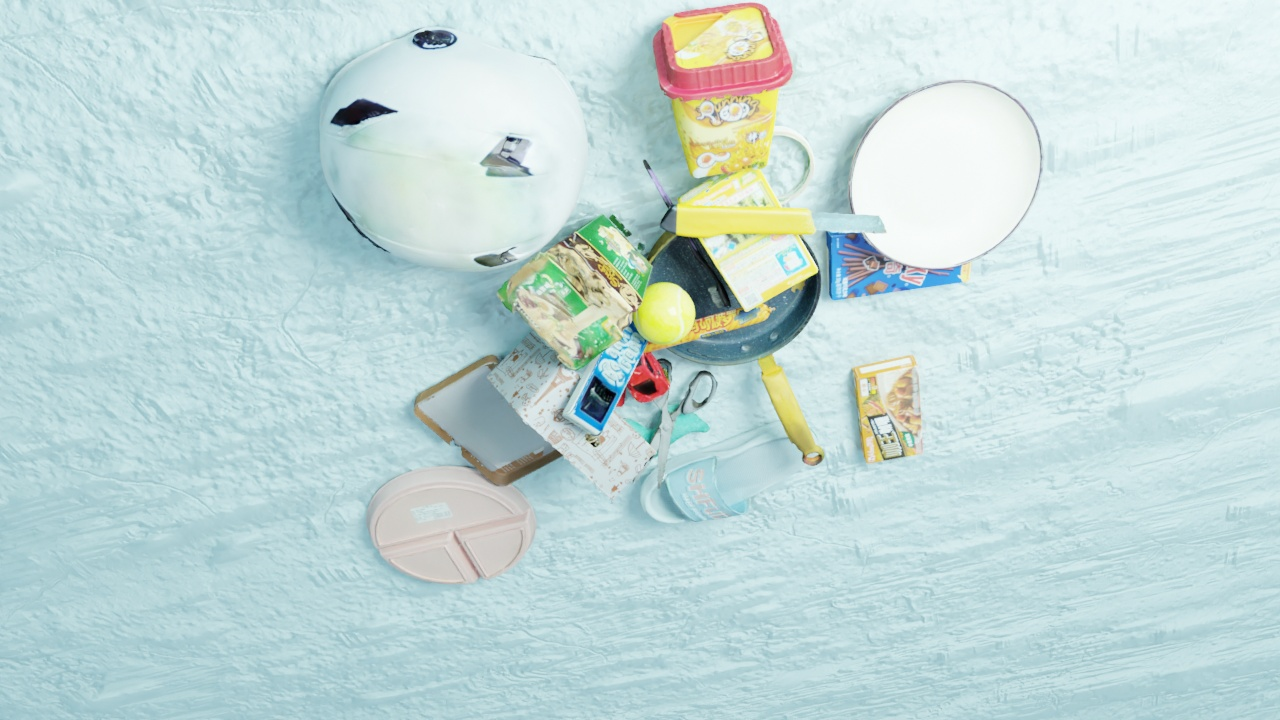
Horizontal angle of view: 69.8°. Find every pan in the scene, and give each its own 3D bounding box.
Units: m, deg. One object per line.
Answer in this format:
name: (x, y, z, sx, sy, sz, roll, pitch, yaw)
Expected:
pan: (0.134, -0.016, 1.043, 0.198, 0.078, 0.357, -23, 127, 14)

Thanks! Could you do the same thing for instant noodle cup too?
instant noodle cup: (0.075, -0.243, 0.843, 0.116, 0.115, 0.124, -8, 140, 2)

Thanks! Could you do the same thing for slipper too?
slipper: (0.118, 0.157, 1.184, 0.246, 0.074, 0.104, -26, 127, 14)

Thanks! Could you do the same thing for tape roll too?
tape roll: (0.135, -0.197, 0.938, 0.086, 0.013, 0.086, -2, 129, -2)

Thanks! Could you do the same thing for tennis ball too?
tennis ball: (0.024, -0.049, 0.959, 0.065, 0.065, 0.066, -2, 129, -3)

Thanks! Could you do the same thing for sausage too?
sausage: (0.065, -0.035, 0.991, 0.165, 0.021, 0.021, -15, 128, 17)

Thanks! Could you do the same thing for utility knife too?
utility knife: (0.130, -0.134, 0.895, 0.223, 0.015, 0.033, 2, 119, -1)

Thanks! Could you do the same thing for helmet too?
helmet: (-0.179, -0.173, 0.851, 0.258, 0.145, 0.230, 7, 128, -9)

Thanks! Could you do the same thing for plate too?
plate: (0.302, -0.187, 0.925, 0.192, 0.039, 0.193, 0, 116, -1)
plate: (-0.257, 0.232, 1.248, 0.229, 0.028, 0.230, -2, 129, -2)

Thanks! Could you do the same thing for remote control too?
remote control: (-0.036, 0.015, 0.969, 0.024, 0.124, 0.049, 9, 157, 50)

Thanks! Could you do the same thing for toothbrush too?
toothbrush: (0.046, -0.125, 0.938, 0.017, 0.014, 0.189, -19, 121, 25)

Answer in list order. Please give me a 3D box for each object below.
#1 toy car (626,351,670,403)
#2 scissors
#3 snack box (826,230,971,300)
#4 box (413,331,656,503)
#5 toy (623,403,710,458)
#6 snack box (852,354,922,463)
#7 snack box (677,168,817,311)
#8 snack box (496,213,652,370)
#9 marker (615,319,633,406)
toy car: (-0.006, 0.006, 1.060, 0.049, 0.031, 0.106, -25, 125, 13)
scissors: (0.036, 0.077, 1.120, 0.164, 0.014, 0.164, -24, 108, 10)
snack box: (0.284, -0.117, 1.005, 0.157, 0.026, 0.085, -8, 128, 2)
box: (-0.123, 0.068, 1.086, 0.270, 0.135, 0.179, -6, 137, 41)
toy: (0.025, 0.088, 1.150, 0.096, 0.030, 0.092, 34, 116, -24)
snack box: (0.312, 0.063, 1.152, 0.075, 0.026, 0.154, -12, 129, 6)
snack box: (0.109, -0.127, 0.928, 0.087, 0.033, 0.140, -30, 119, 13)
snack box: (-0.056, -0.079, 0.944, 0.118, 0.105, 0.118, 47, 130, -12)
marker: (-0.017, -0.004, 1.081, 0.017, 0.017, 0.145, 5, 128, -8)
